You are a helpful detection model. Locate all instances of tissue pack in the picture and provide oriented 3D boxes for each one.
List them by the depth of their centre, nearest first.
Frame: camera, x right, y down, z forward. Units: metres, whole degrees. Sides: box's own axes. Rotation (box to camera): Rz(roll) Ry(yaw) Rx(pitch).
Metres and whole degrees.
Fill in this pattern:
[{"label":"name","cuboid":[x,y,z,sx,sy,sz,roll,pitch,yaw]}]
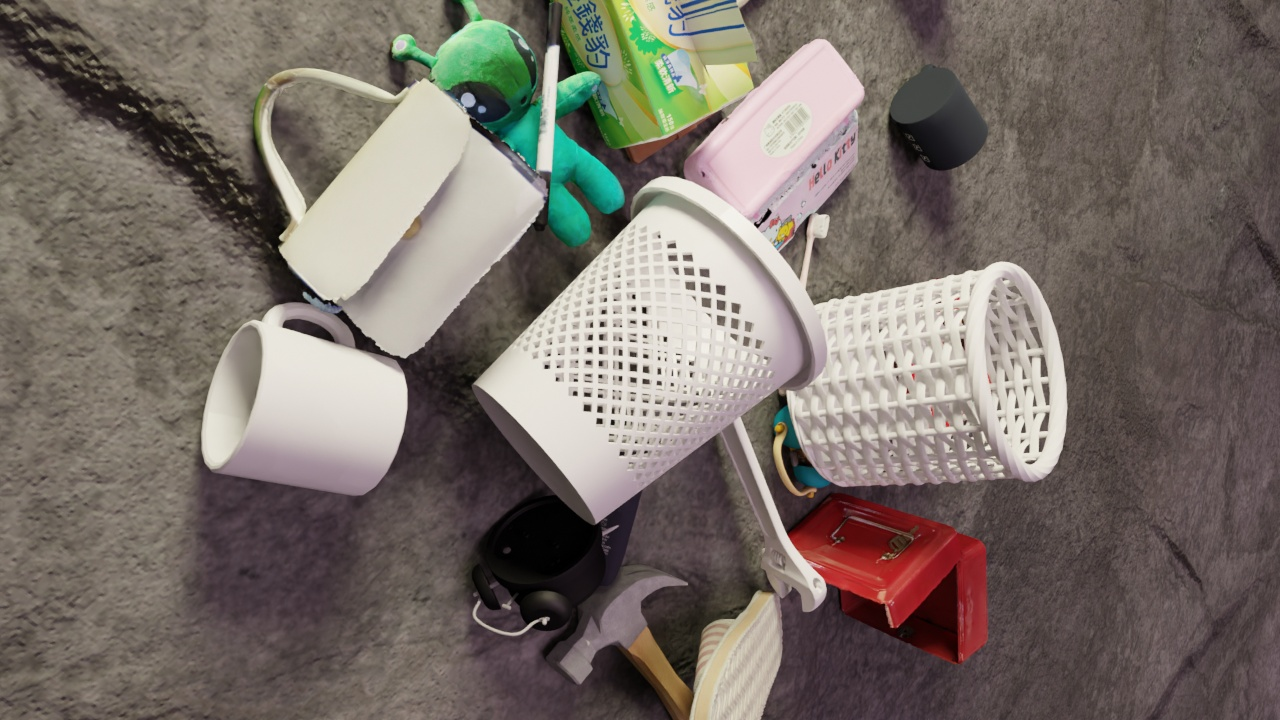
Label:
[{"label":"tissue pack","cuboid":[0.016,-0.264,0.649,0.120,0.142,0.198,-40,115,-26]}]

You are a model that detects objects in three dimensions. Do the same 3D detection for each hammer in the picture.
[{"label":"hammer","cuboid":[0.039,0.318,0.852,0.130,0.039,0.328,-46,124,-25]}]

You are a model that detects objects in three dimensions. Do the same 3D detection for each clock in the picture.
[{"label":"clock","cuboid":[-0.076,0.157,0.695,0.120,0.091,0.043,-49,136,-38]},{"label":"clock","cuboid":[0.174,0.073,0.915,0.129,0.044,0.099,-48,124,-31]}]

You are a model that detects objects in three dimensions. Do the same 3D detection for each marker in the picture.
[{"label":"marker","cuboid":[-0.062,-0.163,0.619,0.011,0.011,0.152,1,96,-39]}]

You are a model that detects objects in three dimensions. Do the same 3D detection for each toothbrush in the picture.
[{"label":"toothbrush","cuboid":[0.157,-0.054,0.893,0.015,0.018,0.181,8,94,-51]}]

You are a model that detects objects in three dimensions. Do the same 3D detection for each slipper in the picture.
[{"label":"slipper","cuboid":[0.081,0.283,0.817,0.262,0.052,0.115,-23,110,-67]}]

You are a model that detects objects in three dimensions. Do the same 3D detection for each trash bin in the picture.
[{"label":"trash bin","cuboid":[-0.004,0.004,0.677,0.199,0.196,0.195,-41,121,-15]}]

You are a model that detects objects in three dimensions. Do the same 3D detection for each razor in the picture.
[{"label":"razor","cuboid":[-0.021,0.119,0.766,0.052,0.047,0.143,7,97,-64]}]

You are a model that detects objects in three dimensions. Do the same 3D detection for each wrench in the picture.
[{"label":"wrench","cuboid":[0.105,0.116,0.845,0.018,0.066,0.273,-33,108,-30]}]

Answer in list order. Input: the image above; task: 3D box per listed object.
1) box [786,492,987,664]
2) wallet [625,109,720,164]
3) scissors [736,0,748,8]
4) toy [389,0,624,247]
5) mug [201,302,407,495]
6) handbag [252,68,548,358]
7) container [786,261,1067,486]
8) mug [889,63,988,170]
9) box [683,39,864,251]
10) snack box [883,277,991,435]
[{"label":"box","cuboid":[0.251,0.232,0.932,0.156,0.157,0.170,-38,119,-26]},{"label":"wallet","cuboid":[0.019,-0.226,0.752,0.120,0.013,0.087,-39,115,-28]},{"label":"scissors","cuboid":[0.113,-0.365,0.803,0.184,0.015,0.179,24,82,-39]},{"label":"toy","cuboid":[-0.089,-0.167,0.645,0.130,0.072,0.193,-50,116,-23]},{"label":"mug","cuboid":[-0.208,0.018,0.571,0.090,0.091,0.121,19,53,-40]},{"label":"handbag","cuboid":[-0.164,-0.107,0.564,0.176,0.074,0.151,42,93,-11]},{"label":"container","cuboid":[0.263,0.021,0.846,0.189,0.187,0.189,11,74,-45]},{"label":"mug","cuboid":[0.309,-0.261,0.953,0.077,0.071,0.104,38,47,-37]},{"label":"box","cuboid":[0.135,-0.178,0.824,0.201,0.067,0.153,-47,124,-22]},{"label":"snack box","cuboid":[0.330,0.008,1.032,0.132,0.036,0.152,-40,120,-27]}]
